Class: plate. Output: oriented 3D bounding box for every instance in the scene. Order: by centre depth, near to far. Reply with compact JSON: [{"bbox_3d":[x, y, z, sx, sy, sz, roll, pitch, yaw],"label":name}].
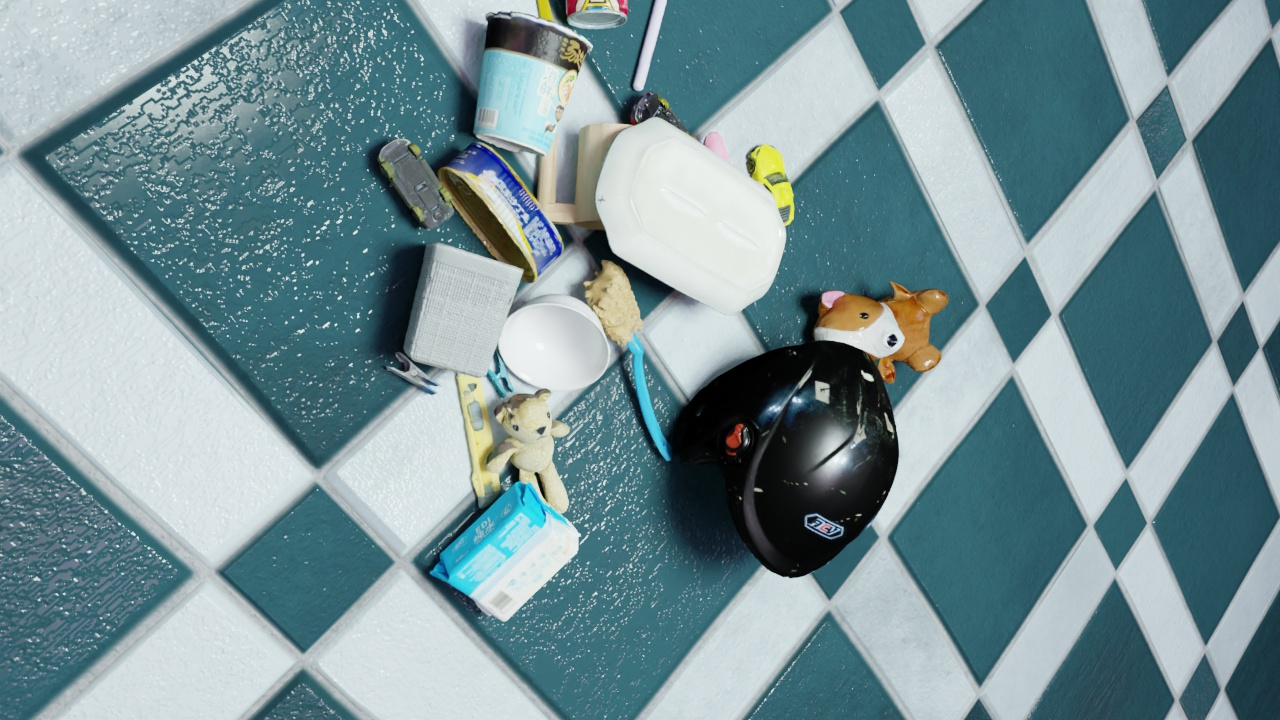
[{"bbox_3d":[0.069,-0.154,0.997,0.265,0.034,0.162,26,78,-34],"label":"plate"}]

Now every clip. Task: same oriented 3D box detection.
[{"bbox_3d":[-0.228,0.014,0.927,0.057,0.025,0.033,37,71,-23],"label":"clip"},{"bbox_3d":[-0.154,0.014,0.979,0.040,0.014,0.056,-33,109,-25],"label":"clip"}]

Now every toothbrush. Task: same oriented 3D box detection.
[{"bbox_3d":[-0.102,-0.384,0.976,0.015,0.017,0.190,-18,103,-29],"label":"toothbrush"},{"bbox_3d":[0.023,-0.398,1.053,0.021,0.029,0.189,16,86,8],"label":"toothbrush"}]

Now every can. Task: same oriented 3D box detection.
[{"bbox_3d":[-0.141,-0.150,0.937,0.049,0.075,0.148,-48,116,-23],"label":"can"},{"bbox_3d":[-0.048,-0.410,0.979,0.066,0.067,0.094,-5,96,-32],"label":"can"}]

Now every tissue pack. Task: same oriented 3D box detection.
[{"bbox_3d":[-0.139,0.199,0.960,0.140,0.063,0.090,-44,117,2],"label":"tissue pack"}]

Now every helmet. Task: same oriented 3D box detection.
[{"bbox_3d":[0.188,0.107,1.076,0.233,0.231,0.274,32,38,-30],"label":"helmet"}]

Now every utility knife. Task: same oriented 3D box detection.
[{"bbox_3d":[-0.177,0.056,0.970,0.030,0.021,0.207,-14,97,-30],"label":"utility knife"}]

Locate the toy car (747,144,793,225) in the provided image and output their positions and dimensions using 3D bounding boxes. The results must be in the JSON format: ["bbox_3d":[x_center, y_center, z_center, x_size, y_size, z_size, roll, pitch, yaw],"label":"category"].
[{"bbox_3d":[0.167,-0.219,1.150,0.048,0.032,0.105,-22,104,-28],"label":"toy car"}]

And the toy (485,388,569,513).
[{"bbox_3d":[-0.112,0.106,0.982,0.105,0.066,0.157,-24,122,-25],"label":"toy"}]

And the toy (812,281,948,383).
[{"bbox_3d":[0.312,-0.036,1.211,0.199,0.130,0.140,-1,100,-23],"label":"toy"}]

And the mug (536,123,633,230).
[{"bbox_3d":[-0.050,-0.198,0.996,0.124,0.084,0.103,3,91,-6],"label":"mug"}]

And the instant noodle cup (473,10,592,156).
[{"bbox_3d":[-0.116,-0.275,0.931,0.111,0.111,0.120,11,96,-32],"label":"instant noodle cup"}]

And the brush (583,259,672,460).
[{"bbox_3d":[-0.006,0.006,1.048,0.046,0.083,0.255,-13,115,13],"label":"brush"}]

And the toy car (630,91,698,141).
[{"bbox_3d":[0.026,-0.261,1.056,0.106,0.031,0.049,44,71,-38],"label":"toy car"}]

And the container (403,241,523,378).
[{"bbox_3d":[-0.179,-0.049,0.905,0.090,0.090,0.114,16,90,-19],"label":"container"}]

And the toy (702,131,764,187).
[{"bbox_3d":[0.079,-0.171,1.072,0.178,0.075,0.194,13,84,-40],"label":"toy"}]

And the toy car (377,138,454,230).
[{"bbox_3d":[-0.224,-0.174,0.906,0.042,0.035,0.090,-42,113,-24],"label":"toy car"}]

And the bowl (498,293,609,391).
[{"bbox_3d":[-0.088,-0.032,0.978,0.118,0.119,0.064,44,32,-27],"label":"bowl"}]
